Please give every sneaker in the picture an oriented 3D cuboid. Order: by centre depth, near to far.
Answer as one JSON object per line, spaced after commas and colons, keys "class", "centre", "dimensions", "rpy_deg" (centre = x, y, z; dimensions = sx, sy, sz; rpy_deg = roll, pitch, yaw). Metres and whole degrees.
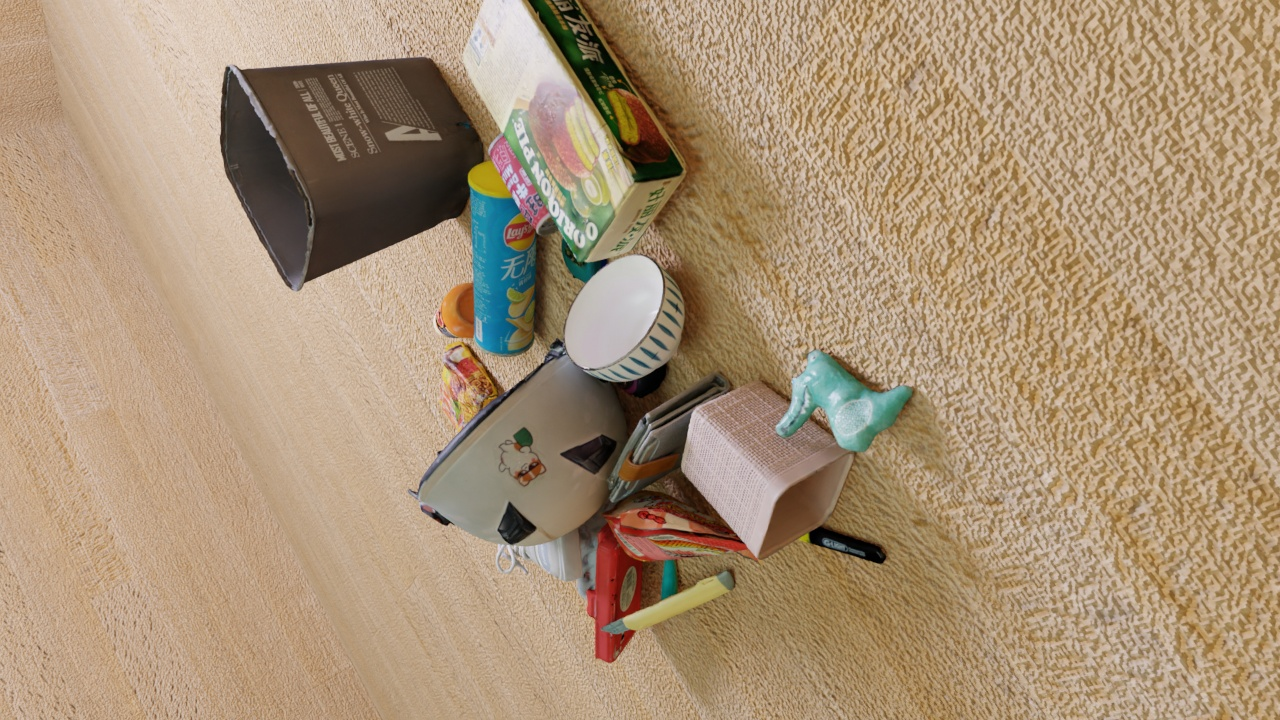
{"class": "sneaker", "centre": [-0.128, 0.199, 1.071], "dimensions": [0.242, 0.090, 0.089], "rpy_deg": [-168, 72, -74]}

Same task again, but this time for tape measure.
{"class": "tape measure", "centre": [-0.005, 0.005, 0.892], "dimensions": [0.057, 0.039, 0.058], "rpy_deg": [41, 140, 32]}
{"class": "tape measure", "centre": [-0.056, -0.104, 0.905], "dimensions": [0.054, 0.025, 0.058], "rpy_deg": [31, 133, 39]}

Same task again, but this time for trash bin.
{"class": "trash bin", "centre": [-0.314, -0.220, 1.008], "dimensions": [0.199, 0.219, 0.199], "rpy_deg": [59, 147, 10]}

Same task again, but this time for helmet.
{"class": "helmet", "centre": [-0.099, 0.099, 0.922], "dimensions": [0.157, 0.230, 0.274], "rpy_deg": [46, 177, -5]}

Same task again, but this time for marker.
{"class": "marker", "centre": [0.157, 0.153, 0.788], "dimensions": [0.124, 0.015, 0.018], "rpy_deg": [9, 121, 50]}

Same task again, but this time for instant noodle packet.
{"class": "instant noodle packet", "centre": [-0.235, 0.050, 1.237], "dimensions": [0.110, 0.044, 0.129], "rpy_deg": [52, 145, 26]}

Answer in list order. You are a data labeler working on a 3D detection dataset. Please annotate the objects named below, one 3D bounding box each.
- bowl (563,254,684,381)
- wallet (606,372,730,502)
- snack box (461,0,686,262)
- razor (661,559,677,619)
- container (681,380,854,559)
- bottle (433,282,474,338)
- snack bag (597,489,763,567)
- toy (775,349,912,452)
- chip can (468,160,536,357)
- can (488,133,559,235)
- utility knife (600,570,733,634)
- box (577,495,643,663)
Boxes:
{"class": "bowl", "centre": [-0.006, -0.030, 0.827], "dimensions": [0.117, 0.116, 0.066], "rpy_deg": [19, 168, 48]}
{"class": "wallet", "centre": [0.024, 0.077, 0.838], "dimensions": [0.037, 0.106, 0.130], "rpy_deg": [47, 143, 19]}
{"class": "snack box", "centre": [-0.064, -0.213, 0.787], "dimensions": [0.240, 0.063, 0.115], "rpy_deg": [59, 141, 16]}
{"class": "razor", "centre": [0.028, 0.225, 0.999], "dimensions": [0.043, 0.028, 0.133], "rpy_deg": [6, 116, 21]}
{"class": "container", "centre": [0.099, 0.086, 0.760], "dimensions": [0.111, 0.090, 0.090], "rpy_deg": [43, 142, 34]}
{"class": "bottle", "centre": [-0.226, -0.055, 1.145], "dimensions": [0.150, 0.066, 0.067], "rpy_deg": [-13, 100, 63]}
{"class": "snack bag", "centre": [0.026, 0.158, 0.848], "dimensions": [0.208, 0.128, 0.073], "rpy_deg": [147, 138, -77]}
{"class": "toy", "centre": [0.147, 0.033, 0.696], "dimensions": [0.097, 0.030, 0.092], "rpy_deg": [-53, 50, 16]}
{"class": "chip can", "centre": [-0.146, -0.105, 0.987], "dimensions": [0.071, 0.071, 0.211], "rpy_deg": [39, 140, 33]}
{"class": "can", "centre": [-0.094, -0.174, 0.873], "dimensions": [0.094, 0.066, 0.067], "rpy_deg": [60, 147, 7]}
{"class": "utility knife", "centre": [0.028, 0.262, 0.971], "dimensions": [0.183, 0.019, 0.031], "rpy_deg": [-34, 112, 25]}
{"class": "box", "centre": [-0.051, 0.242, 1.049], "dimensions": [0.100, 0.094, 0.201], "rpy_deg": [20, 129, 23]}
